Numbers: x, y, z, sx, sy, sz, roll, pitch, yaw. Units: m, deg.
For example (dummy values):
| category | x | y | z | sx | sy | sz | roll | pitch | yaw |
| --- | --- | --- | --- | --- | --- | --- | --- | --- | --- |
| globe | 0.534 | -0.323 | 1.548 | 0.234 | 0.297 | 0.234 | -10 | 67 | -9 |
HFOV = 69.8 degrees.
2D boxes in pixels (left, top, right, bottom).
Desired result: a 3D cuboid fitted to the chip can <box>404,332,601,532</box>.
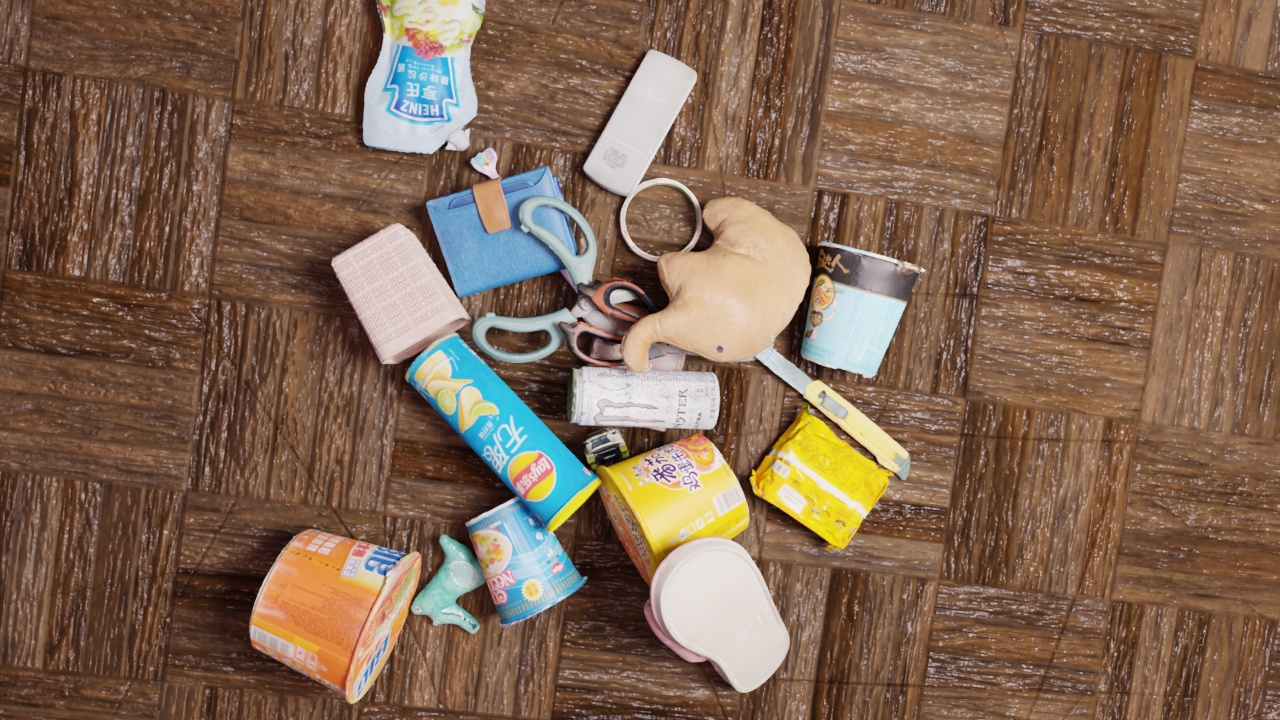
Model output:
| category | x | y | z | sx | sy | sz | roll | pitch | yaw |
| --- | --- | --- | --- | --- | --- | --- | --- | --- | --- |
| chip can | -0.135 | 0.069 | 0.903 | 0.071 | 0.071 | 0.210 | -44 | 83 | -2 |

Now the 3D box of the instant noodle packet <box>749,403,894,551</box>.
| category | x | y | z | sx | sy | sz | roll | pitch | yaw |
| --- | --- | --- | --- | --- | --- | --- | --- | --- | --- |
| instant noodle packet | 0.187 | 0.124 | 0.965 | 0.128 | 0.044 | 0.110 | 38 | 83 | -9 |

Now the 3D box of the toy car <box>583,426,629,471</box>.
| category | x | y | z | sx | sy | sz | roll | pitch | yaw |
| --- | --- | --- | --- | --- | --- | --- | --- | --- | --- |
| toy car | -0.036 | 0.086 | 0.923 | 0.042 | 0.090 | 0.035 | -22 | 79 | -4 |

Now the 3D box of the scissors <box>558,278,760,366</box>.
| category | x | y | z | sx | sy | sz | roll | pitch | yaw |
| --- | --- | --- | --- | --- | --- | --- | --- | --- | --- |
| scissors | 0.030 | -0.035 | 0.928 | 0.206 | 0.015 | 0.193 | -31 | 109 | -12 |

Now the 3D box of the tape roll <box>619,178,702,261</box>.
| category | x | y | z | sx | sy | sz | roll | pitch | yaw |
| --- | --- | --- | --- | --- | --- | --- | --- | --- | --- |
| tape roll | 0.021 | -0.145 | 0.954 | 0.086 | 0.014 | 0.086 | 0 | 93 | -4 |

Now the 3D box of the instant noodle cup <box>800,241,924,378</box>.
| category | x | y | z | sx | sy | sz | roll | pitch | yaw |
| --- | --- | --- | --- | --- | --- | --- | --- | --- | --- |
| instant noodle cup | 0.217 | -0.050 | 0.934 | 0.111 | 0.111 | 0.120 | 15 | 97 | -5 |

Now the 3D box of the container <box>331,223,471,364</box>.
| category | x | y | z | sx | sy | sz | roll | pitch | yaw |
| --- | --- | --- | --- | --- | --- | --- | --- | --- | --- |
| container | -0.237 | -0.066 | 0.902 | 0.090 | 0.090 | 0.111 | -31 | 91 | -3 |

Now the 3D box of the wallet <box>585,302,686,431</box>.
| category | x | y | z | sx | sy | sz | roll | pitch | yaw |
| --- | --- | --- | --- | --- | --- | --- | --- | --- | --- |
| wallet | -0.006 | 0.006 | 0.952 | 0.101 | 0.032 | 0.124 | 15 | 92 | -8 |

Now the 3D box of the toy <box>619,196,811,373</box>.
| category | x | y | z | sx | sy | sz | roll | pitch | yaw |
| --- | --- | --- | --- | --- | --- | --- | --- | --- | --- |
| toy | 0.079 | -0.060 | 0.900 | 0.143 | 0.083 | 0.225 | 36 | 65 | 7 |

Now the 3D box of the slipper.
| category | x | y | z | sx | sy | sz | roll | pitch | yaw |
| --- | --- | --- | --- | --- | --- | --- | --- | --- | --- |
| slipper | 0.076 | 0.246 | 0.897 | 0.114 | 0.054 | 0.274 | -46 | 136 | -10 |

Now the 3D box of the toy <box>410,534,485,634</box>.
| category | x | y | z | sx | sy | sz | roll | pitch | yaw |
| --- | --- | --- | --- | --- | --- | --- | --- | --- | --- |
| toy | -0.194 | 0.238 | 0.949 | 0.096 | 0.030 | 0.092 | 41 | 94 | -13 |

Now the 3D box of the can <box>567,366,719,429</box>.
| category | x | y | z | sx | sy | sz | roll | pitch | yaw |
| --- | --- | --- | --- | --- | --- | --- | --- | --- | --- |
| can | 0.003 | 0.038 | 0.911 | 0.146 | 0.058 | 0.058 | 3 | 92 | -10 |

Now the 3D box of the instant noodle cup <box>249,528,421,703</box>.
| category | x | y | z | sx | sy | sz | roll | pitch | yaw |
| --- | --- | --- | --- | --- | --- | --- | --- | --- | --- |
| instant noodle cup | -0.295 | 0.238 | 0.887 | 0.111 | 0.151 | 0.151 | 20 | 91 | 3 |

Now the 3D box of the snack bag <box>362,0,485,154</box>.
| category | x | y | z | sx | sy | sz | roll | pitch | yaw |
| --- | --- | --- | --- | --- | --- | --- | --- | --- | --- |
| snack bag | -0.215 | -0.303 | 0.918 | 0.110 | 0.039 | 0.191 | 5 | 93 | -16 |

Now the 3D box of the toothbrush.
| category | x | y | z | sx | sy | sz | roll | pitch | yaw |
| --- | --- | --- | --- | --- | --- | --- | --- | --- | --- |
| toothbrush | -0.106 | -0.135 | 0.942 | 0.029 | 0.021 | 0.189 | -40 | 97 | -20 |

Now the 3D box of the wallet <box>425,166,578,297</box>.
| category | x | y | z | sx | sy | sz | roll | pitch | yaw |
| --- | --- | --- | --- | --- | --- | --- | --- | --- | --- |
| wallet | -0.136 | -0.128 | 0.917 | 0.133 | 0.040 | 0.106 | -14 | 106 | 6 |

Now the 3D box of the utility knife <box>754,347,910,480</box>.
| category | x | y | z | sx | sy | sz | roll | pitch | yaw |
| --- | --- | --- | --- | --- | --- | --- | --- | --- | --- |
| utility knife | 0.207 | 0.053 | 0.976 | 0.219 | 0.022 | 0.031 | 37 | 80 | -3 |

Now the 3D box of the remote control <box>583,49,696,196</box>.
| category | x | y | z | sx | sy | sz | roll | pitch | yaw |
| --- | --- | --- | --- | --- | --- | --- | --- | --- | --- |
| remote control | -0.001 | -0.242 | 0.940 | 0.058 | 0.021 | 0.150 | 29 | 88 | 5 |

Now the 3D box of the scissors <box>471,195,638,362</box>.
| category | x | y | z | sx | sy | sz | roll | pitch | yaw |
| --- | --- | --- | --- | --- | --- | --- | --- | --- | --- |
| scissors | -0.097 | -0.064 | 0.902 | 0.179 | 0.019 | 0.170 | -36 | 108 | -5 |

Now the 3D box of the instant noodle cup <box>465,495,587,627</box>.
| category | x | y | z | sx | sy | sz | roll | pitch | yaw |
| --- | --- | --- | --- | --- | --- | --- | --- | --- | --- |
| instant noodle cup | -0.122 | 0.196 | 0.925 | 0.099 | 0.099 | 0.110 | -28 | 87 | -3 |

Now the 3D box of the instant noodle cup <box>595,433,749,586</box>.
| category | x | y | z | sx | sy | sz | roll | pitch | yaw |
| --- | --- | --- | --- | --- | --- | --- | --- | --- | --- |
| instant noodle cup | 0.034 | 0.143 | 0.912 | 0.109 | 0.138 | 0.138 | -26 | 94 | -16 |
